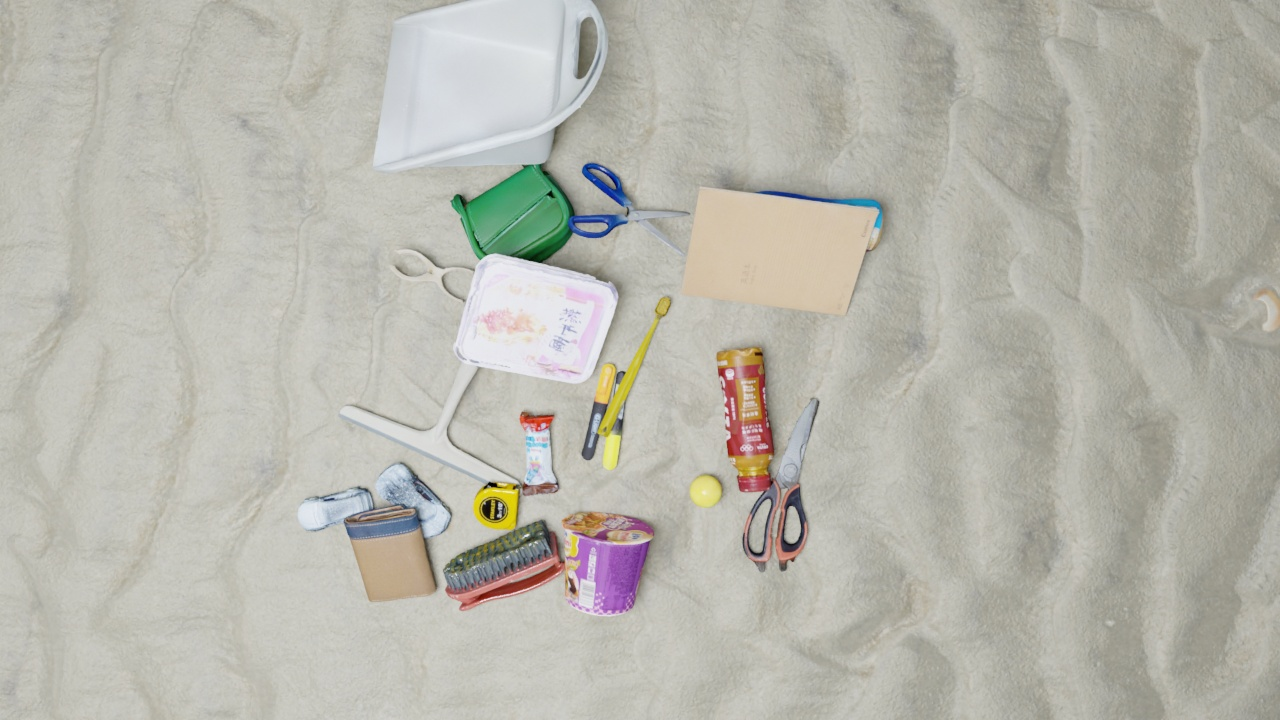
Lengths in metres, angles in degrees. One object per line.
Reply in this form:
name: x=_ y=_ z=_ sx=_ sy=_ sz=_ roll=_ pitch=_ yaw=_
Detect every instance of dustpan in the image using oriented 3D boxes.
dustpan: x=-0.172 y=-0.336 z=1.052 sx=0.257 sy=0.143 sz=0.222 roll=4 pitch=70 yaw=-7

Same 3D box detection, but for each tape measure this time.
tape measure: x=-0.176 y=0.177 z=1.127 sx=0.057 sy=0.029 sz=0.060 roll=6 pitch=108 yaw=-1

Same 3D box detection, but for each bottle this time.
bottle: x=0.131 y=0.073 z=1.124 sx=0.057 sy=0.057 sz=0.175 roll=-7 pitch=90 yaw=-2
bottle: x=0.182 y=-0.174 z=1.123 sx=0.218 sy=0.065 sz=0.065 roll=6 pitch=90 yaw=-2

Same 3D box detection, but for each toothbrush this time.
toothbrush: x=-0.007 y=0.007 z=1.132 sx=0.015 sy=0.016 sz=0.190 roll=26 pitch=84 yaw=-2

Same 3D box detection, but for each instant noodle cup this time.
instant noodle cup: x=-0.043 y=0.244 z=1.100 sx=0.111 sy=0.111 sz=0.099 roll=6 pitch=99 yaw=-2
instant noodle cup: x=-0.127 y=-0.055 z=1.085 sx=0.173 sy=0.060 sz=0.138 roll=11 pitch=112 yaw=-25

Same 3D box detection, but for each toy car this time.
toy car: x=-0.374 y=0.183 z=1.121 sx=0.090 sy=0.034 sz=0.043 roll=-12 pitch=94 yaw=-1
toy car: x=-0.278 y=0.173 z=1.125 sx=0.049 sy=0.031 sz=0.105 roll=-44 pitch=93 yaw=0

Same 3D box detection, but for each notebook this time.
notebook: x=0.164 y=-0.129 z=1.109 sx=0.211 sy=0.012 sz=0.150 roll=7 pitch=127 yaw=-2

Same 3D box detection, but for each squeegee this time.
squeegee: x=-0.210 y=0.011 z=1.123 sx=0.246 sy=0.039 sz=0.246 roll=25 pitch=89 yaw=-2

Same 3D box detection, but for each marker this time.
marker: x=-0.052 y=0.064 z=1.140 sx=0.018 sy=0.015 sz=0.124 roll=14 pitch=92 yaw=4
marker: x=-0.031 y=0.074 z=1.142 sx=0.018 sy=0.015 sz=0.124 roll=8 pitch=87 yaw=-3

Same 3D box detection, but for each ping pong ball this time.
ping pong ball: x=0.080 y=0.162 z=1.131 sx=0.040 sy=0.040 sz=0.040 roll=0 pitch=90 yaw=-2

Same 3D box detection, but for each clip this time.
clip: x=-0.256 y=-0.108 z=1.125 sx=0.100 sy=0.035 sz=0.076 roll=22 pitch=88 yaw=-6

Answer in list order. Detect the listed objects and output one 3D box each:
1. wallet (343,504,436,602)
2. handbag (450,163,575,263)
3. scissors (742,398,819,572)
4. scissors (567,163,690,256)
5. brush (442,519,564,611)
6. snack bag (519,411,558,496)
wallet: x=-0.300 y=0.234 z=1.107 sx=0.090 sy=0.033 sz=0.115 roll=-9 pitch=108 yaw=4
handbag: x=-0.151 y=-0.176 z=1.116 sx=0.131 sy=0.068 sz=0.120 roll=-30 pitch=83 yaw=-1
scissors: x=0.197 y=0.156 z=1.148 sx=0.210 sy=0.015 sz=0.177 roll=-37 pitch=90 yaw=-1
scissors: x=-0.018 y=-0.179 z=1.112 sx=0.162 sy=0.012 sz=0.176 roll=-30 pitch=71 yaw=-38
brush: x=-0.167 y=0.256 z=1.115 sx=0.146 sy=0.063 sz=0.069 roll=-23 pitch=111 yaw=-1
snack bag: x=-0.126 y=0.114 z=1.132 sx=0.045 sy=0.026 sz=0.105 roll=-3 pitch=92 yaw=-7
